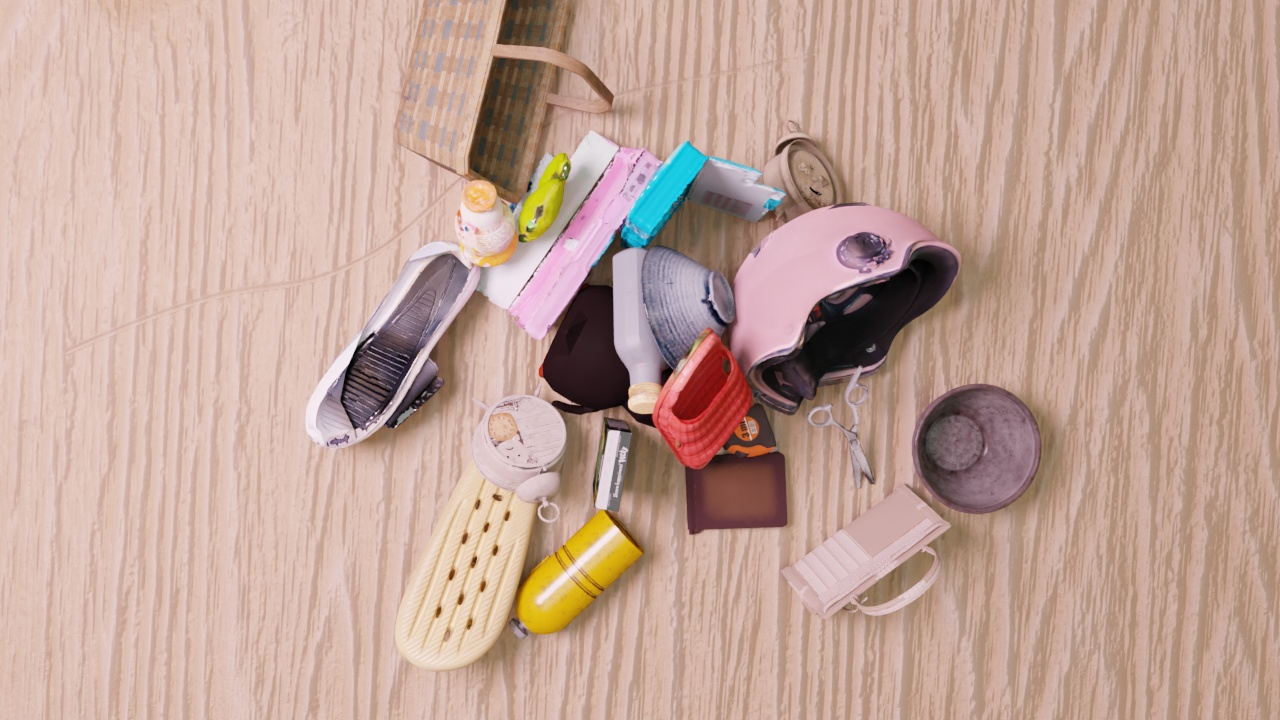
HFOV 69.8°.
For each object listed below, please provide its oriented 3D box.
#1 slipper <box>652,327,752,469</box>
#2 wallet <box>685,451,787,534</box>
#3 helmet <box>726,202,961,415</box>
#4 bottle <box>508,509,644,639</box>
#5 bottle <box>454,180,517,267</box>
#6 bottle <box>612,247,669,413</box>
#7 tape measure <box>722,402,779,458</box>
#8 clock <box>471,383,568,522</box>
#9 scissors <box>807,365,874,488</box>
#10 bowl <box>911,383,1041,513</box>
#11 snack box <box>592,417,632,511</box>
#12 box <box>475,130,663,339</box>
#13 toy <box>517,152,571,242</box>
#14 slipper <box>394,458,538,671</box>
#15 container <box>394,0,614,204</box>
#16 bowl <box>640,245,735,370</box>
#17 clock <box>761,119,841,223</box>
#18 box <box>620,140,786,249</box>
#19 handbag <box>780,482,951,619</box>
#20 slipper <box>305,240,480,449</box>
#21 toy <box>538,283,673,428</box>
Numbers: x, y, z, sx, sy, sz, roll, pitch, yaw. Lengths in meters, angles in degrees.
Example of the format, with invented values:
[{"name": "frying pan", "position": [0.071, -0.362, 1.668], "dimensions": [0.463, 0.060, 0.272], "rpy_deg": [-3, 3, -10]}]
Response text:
[{"name": "slipper", "position": [0.070, 0.056, 0.914], "dimensions": [0.059, 0.249, 0.103], "rpy_deg": [32, 72, 21]}, {"name": "wallet", "position": [0.111, 0.153, 1.064], "dimensions": [0.115, 0.018, 0.091], "rpy_deg": [-2, 91, 0]}, {"name": "helmet", "position": [0.201, -0.071, 0.975], "dimensions": [0.255, 0.230, 0.152], "rpy_deg": [-32, 61, 4]}, {"name": "bottle", "position": [-0.079, 0.246, 1.028], "dimensions": [0.164, 0.071, 0.071], "rpy_deg": [-43, 93, -2]}, {"name": "bottle", "position": [-0.162, -0.143, 0.954], "dimensions": [0.063, 0.109, 0.063], "rpy_deg": [1, 70, -3]}, {"name": "bottle", "position": [0.004, -0.027, 0.913], "dimensions": [0.046, 0.072, 0.161], "rpy_deg": [-16, 62, 28]}, {"name": "tape measure", "position": [0.120, 0.083, 1.049], "dimensions": [0.058, 0.038, 0.058], "rpy_deg": [-15, 74, -10]}, {"name": "clock", "position": [-0.120, 0.102, 0.992], "dimensions": [0.103, 0.061, 0.156], "rpy_deg": [-11, 62, -26]}, {"name": "scissors", "position": [0.246, 0.079, 1.029], "dimensions": [0.161, 0.014, 0.118], "rpy_deg": [36, 110, -28]}, {"name": "bowl", "position": [0.372, 0.097, 1.051], "dimensions": [0.145, 0.067, 0.145], "rpy_deg": [0, 91, -3]}, {"name": "snack box", "position": [-0.032, 0.108, 0.987], "dimensions": [0.025, 0.147, 0.080], "rpy_deg": [10, 91, -4]}, {"name": "box", "position": [-0.083, -0.142, 1.010], "dimensions": [0.230, 0.160, 0.062], "rpy_deg": [-55, 137, -1]}, {"name": "toy", "position": [-0.100, -0.171, 0.968], "dimensions": [0.036, 0.093, 0.094], "rpy_deg": [27, 128, -17]}, {"name": "slipper", "position": [-0.182, 0.215, 1.020], "dimensions": [0.111, 0.079, 0.261], "rpy_deg": [21, 71, -4]}, {"name": "container", "position": [-0.128, -0.298, 0.960], "dimensions": [0.186, 0.157, 0.250], "rpy_deg": [14, 91, 17]}, {"name": "bowl", "position": [0.058, -0.056, 0.913], "dimensions": [0.057, 0.136, 0.137], "rpy_deg": [-15, 92, 26]}, {"name": "clock", "position": [0.175, -0.210, 1.032], "dimensions": [0.092, 0.055, 0.140], "rpy_deg": [16, 60, -38]}, {"name": "box", "position": [0.055, -0.168, 0.945], "dimensions": [0.170, 0.227, 0.085], "rpy_deg": [-18, 91, -2]}, {"name": "handbag", "position": [0.258, 0.220, 0.981], "dimensions": [0.175, 0.198, 0.062], "rpy_deg": [-35, 93, -2]}, {"name": "slipper", "position": [-0.261, -0.010, 1.008], "dimensions": [0.111, 0.063, 0.263], "rpy_deg": [24, 78, 27]}, {"name": "toy", "position": [-0.006, 0.006, 0.989], "dimensions": [0.184, 0.140, 0.159], "rpy_deg": [27, 90, -4]}]
